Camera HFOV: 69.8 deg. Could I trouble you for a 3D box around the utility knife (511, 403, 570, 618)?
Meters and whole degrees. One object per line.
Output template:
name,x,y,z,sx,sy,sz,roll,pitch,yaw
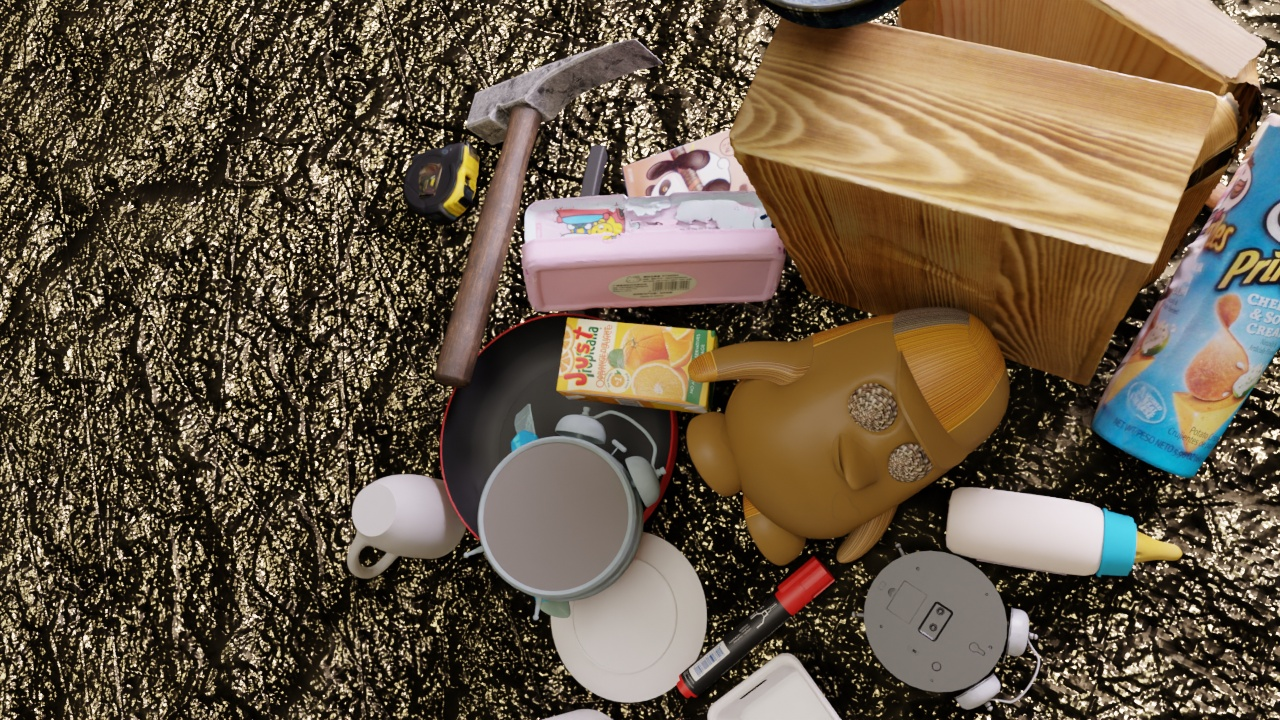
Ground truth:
utility knife,-0.081,0.118,0.729,0.031,0.015,0.173,-15,74,14

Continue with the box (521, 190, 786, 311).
box,0.008,-0.095,0.726,0.202,0.088,0.095,-3,59,-3

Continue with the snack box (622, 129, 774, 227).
snack box,0.065,-0.147,0.789,0.151,0.034,0.087,-16,72,15

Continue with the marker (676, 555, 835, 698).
marker,0.085,0.205,0.699,0.145,0.021,0.023,-42,89,6

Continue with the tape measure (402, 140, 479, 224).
tape measure,-0.194,-0.171,0.888,0.071,0.042,0.072,-6,77,15

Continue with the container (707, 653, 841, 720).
container,0.117,0.282,0.652,0.081,0.049,0.129,-40,67,7

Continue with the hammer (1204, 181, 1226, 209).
hammer,0.485,-0.035,0.591,0.163,0.083,0.317,-44,59,5

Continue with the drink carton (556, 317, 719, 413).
drink carton,-0.004,0.004,0.712,0.122,0.041,0.058,6,79,12

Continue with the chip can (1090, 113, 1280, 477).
chip can,0.380,-0.040,0.591,0.080,0.079,0.230,31,108,24

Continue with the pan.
pan,-0.056,-0.006,0.780,0.209,0.067,0.355,5,78,21

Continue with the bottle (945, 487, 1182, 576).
bottle,0.288,0.120,0.629,0.146,0.051,0.051,6,79,21

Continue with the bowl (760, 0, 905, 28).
bowl,0.107,-0.217,0.476,0.114,0.060,0.114,-6,75,21

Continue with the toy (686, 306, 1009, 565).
toy,0.152,0.043,0.629,0.204,0.162,0.198,-31,107,25

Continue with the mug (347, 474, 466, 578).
mug,-0.214,0.146,0.787,0.071,0.089,0.107,42,93,24

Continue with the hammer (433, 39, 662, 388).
hammer,-0.100,-0.122,0.783,0.218,0.037,0.300,-3,68,44

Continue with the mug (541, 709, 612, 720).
mug,-0.040,0.303,0.682,0.111,0.090,0.073,-7,74,18

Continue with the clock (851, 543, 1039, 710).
clock,0.218,0.190,0.647,0.123,0.035,0.094,33,89,23

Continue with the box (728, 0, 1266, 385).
box,0.239,-0.136,0.590,0.257,0.279,0.215,24,84,23

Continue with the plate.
plate,-0.013,0.205,0.741,0.135,0.011,0.134,-5,75,19

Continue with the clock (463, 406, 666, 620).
clock,-0.052,0.109,0.696,0.122,0.045,0.159,38,83,15
